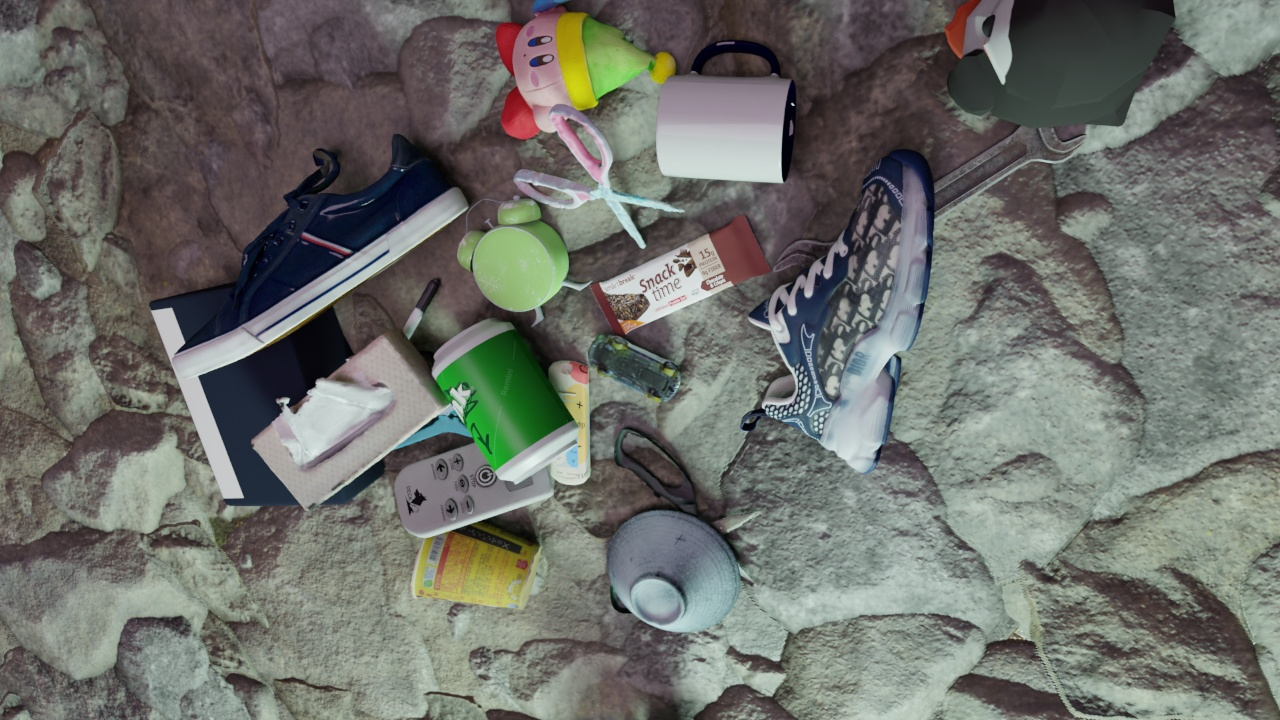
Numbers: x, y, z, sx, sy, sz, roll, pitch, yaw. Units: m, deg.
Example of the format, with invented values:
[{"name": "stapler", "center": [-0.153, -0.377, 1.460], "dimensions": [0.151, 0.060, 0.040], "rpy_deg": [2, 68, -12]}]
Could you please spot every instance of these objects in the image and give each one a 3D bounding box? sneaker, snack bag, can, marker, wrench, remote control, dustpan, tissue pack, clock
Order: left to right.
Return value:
[{"name": "sneaker", "center": [-0.306, -0.101, 0.814], "dimensions": [0.294, 0.121, 0.127], "rpy_deg": [-37, 103, -3]}, {"name": "dustpan", "center": [-0.339, 0.025, 0.942], "dimensions": [0.274, 0.080, 0.236], "rpy_deg": [-5, 108, 25]}, {"name": "tissue pack", "center": [-0.278, 0.056, 0.862], "dimensions": [0.182, 0.071, 0.104], "rpy_deg": [-35, 99, 15]}, {"name": "marker", "center": [-0.234, -0.014, 0.893], "dimensions": [0.011, 0.011, 0.152], "rpy_deg": [31, 97, 4]}, {"name": "remote control", "center": [-0.165, 0.119, 0.896], "dimensions": [0.151, 0.019, 0.074], "rpy_deg": [-19, 70, 1]}, {"name": "can", "center": [-0.125, 0.037, 0.849], "dimensions": [0.088, 0.087, 0.140], "rpy_deg": [-35, 86, 25]}, {"name": "clock", "center": [-0.112, -0.094, 0.833], "dimensions": [0.095, 0.042, 0.119], "rpy_deg": [-36, 96, 24]}, {"name": "remote control", "center": [-0.069, 0.061, 0.892], "dimensions": [0.038, 0.018, 0.126], "rpy_deg": [5, 109, 15]}, {"name": "snack bag", "center": [0.033, -0.072, 0.812], "dimensions": [0.158, 0.013, 0.057], "rpy_deg": [-22, 101, 23]}, {"name": "sneaker", "center": [0.153, -0.040, 0.735], "dimensions": [0.132, 0.103, 0.270], "rpy_deg": [14, 121, 14]}, {"name": "wrench", "center": [0.225, -0.120, 0.737], "dimensions": [0.274, 0.010, 0.070], "rpy_deg": [-33, 98, 25]}]

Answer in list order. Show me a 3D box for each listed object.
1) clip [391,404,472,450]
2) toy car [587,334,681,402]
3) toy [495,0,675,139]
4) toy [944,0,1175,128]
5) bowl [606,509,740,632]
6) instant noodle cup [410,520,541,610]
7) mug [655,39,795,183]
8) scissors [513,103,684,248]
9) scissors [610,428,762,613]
[{"name": "clip", "center": [-0.188, 0.059, 0.905], "dimensions": [0.116, 0.026, 0.097], "rpy_deg": [5, 106, -2]}, {"name": "toy car", "center": [-0.005, 0.005, 0.845], "dimensions": [0.090, 0.027, 0.039], "rpy_deg": [26, 118, 5]}, {"name": "toy", "center": [-0.048, -0.248, 0.749], "dimensions": [0.132, 0.096, 0.124], "rpy_deg": [-10, 78, 32]}, {"name": "toy", "center": [0.280, -0.205, 0.586], "dimensions": [0.159, 0.183, 0.140], "rpy_deg": [-37, 91, 23]}, {"name": "bowl", "center": [0.024, 0.217, 0.882], "dimensions": [0.137, 0.057, 0.137], "rpy_deg": [6, 111, 17]}, {"name": "instant noodle cup", "center": [-0.165, 0.210, 0.940], "dimensions": [0.112, 0.100, 0.100], "rpy_deg": [16, 114, 2]}, {"name": "mug", "center": [0.071, -0.199, 0.725], "dimensions": [0.097, 0.078, 0.112], "rpy_deg": [7, 83, 15]}, {"name": "scissors", "center": [-0.046, -0.150, 0.765], "dimensions": [0.177, 0.013, 0.170], "rpy_deg": [11, 155, 36]}, {"name": "scissors", "center": [0.018, 0.174, 0.909], "dimensions": [0.201, 0.015, 0.206], "rpy_deg": [44, 115, 0]}]
